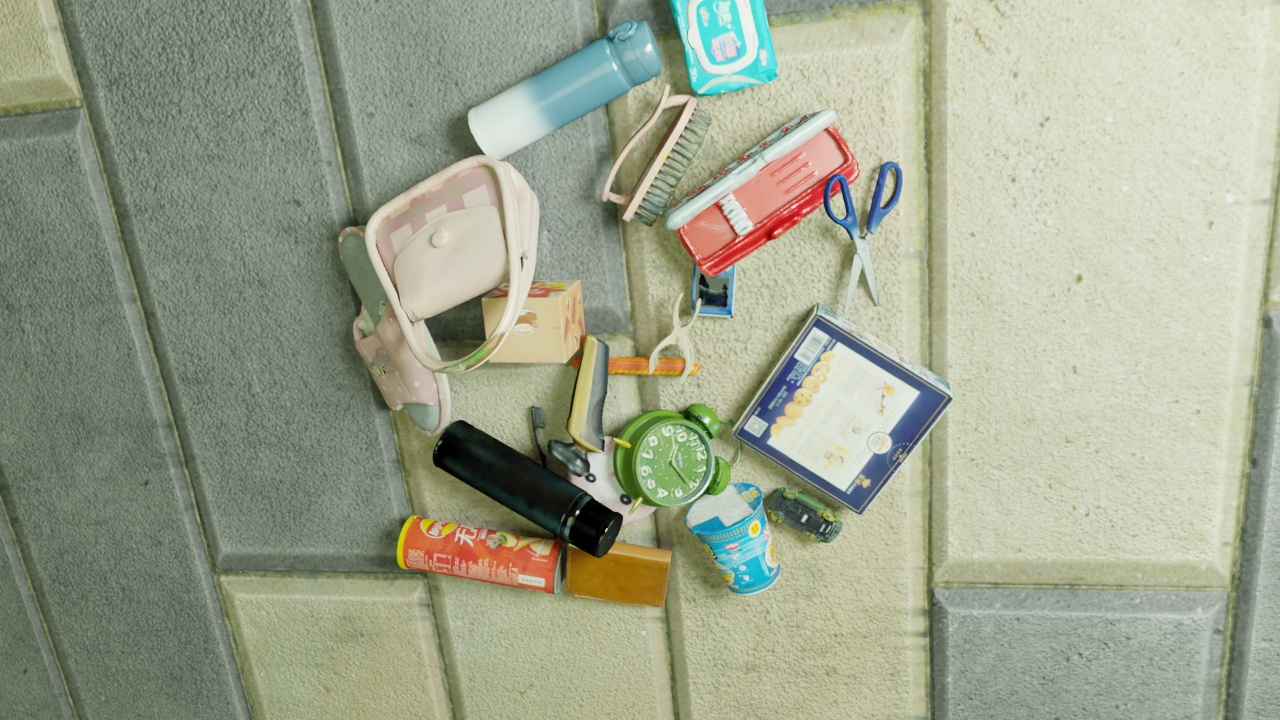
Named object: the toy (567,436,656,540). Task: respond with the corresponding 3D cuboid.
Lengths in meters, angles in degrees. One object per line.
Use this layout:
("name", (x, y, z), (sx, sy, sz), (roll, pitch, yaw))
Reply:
("toy", (-0.041, 0.166, 1.143), (0.121, 0.054, 0.160), (30, 120, 1))

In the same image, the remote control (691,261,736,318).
("remote control", (0.085, -0.109, 1.034), (0.049, 0.024, 0.125), (6, 108, 10))

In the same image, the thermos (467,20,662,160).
("thermos", (-0.080, -0.291, 0.986), (0.221, 0.070, 0.070), (-23, 102, 19))

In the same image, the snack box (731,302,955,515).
("snack box", (0.227, 0.057, 1.049), (0.182, 0.045, 0.178), (32, 112, 0))

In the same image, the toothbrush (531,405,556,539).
("toothbrush", (-0.119, 0.145, 1.171), (0.016, 0.014, 0.189), (-10, 109, -8))

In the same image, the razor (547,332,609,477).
("razor", (-0.067, 0.052, 1.075), (0.067, 0.062, 0.167), (9, 93, -3))

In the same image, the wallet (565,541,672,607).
("wallet", (-0.030, 0.277, 1.174), (0.131, 0.035, 0.119), (9, 129, 3))

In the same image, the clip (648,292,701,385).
("clip", (0.030, -0.025, 1.047), (0.087, 0.034, 0.104), (-1, 106, 14))

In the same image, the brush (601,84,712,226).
("brush", (0.018, -0.220, 0.990), (0.073, 0.063, 0.146), (28, 112, -9))

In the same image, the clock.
("clock", (0.046, 0.113, 1.081), (0.161, 0.056, 0.116), (-15, 99, -21))

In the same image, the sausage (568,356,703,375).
("sausage", (-0.006, 0.006, 1.094), (0.165, 0.021, 0.021), (1, 109, 12))

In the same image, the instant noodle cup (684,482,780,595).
("instant noodle cup", (0.119, 0.220, 1.108), (0.099, 0.099, 0.110), (-18, 113, 17))

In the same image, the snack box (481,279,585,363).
("snack box", (-0.121, -0.047, 1.062), (0.093, 0.094, 0.077), (1, 108, 12))

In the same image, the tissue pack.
("tissue pack", (0.084, -0.343, 0.940), (0.093, 0.050, 0.133), (-12, 105, 17))

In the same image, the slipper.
("slipper", (-0.307, -0.029, 1.111), (0.114, 0.054, 0.274), (-6, 107, 46))

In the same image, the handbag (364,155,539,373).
("handbag", (-0.198, -0.091, 1.003), (0.194, 0.093, 0.234), (-23, 62, 20))

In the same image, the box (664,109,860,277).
("box", (0.129, -0.170, 0.949), (0.201, 0.100, 0.095), (-34, 99, 11))

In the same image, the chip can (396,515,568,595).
("chip can", (-0.204, 0.253, 1.193), (0.217, 0.073, 0.073), (8, 110, 10))

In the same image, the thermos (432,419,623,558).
("thermos", (-0.139, 0.164, 1.124), (0.242, 0.068, 0.090), (28, 142, 18))

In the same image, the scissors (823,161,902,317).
("scissors", (0.240, -0.136, 0.979), (0.162, 0.012, 0.162), (-50, 125, -1))

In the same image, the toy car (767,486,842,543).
("toy car", (0.197, 0.184, 1.103), (0.091, 0.036, 0.043), (27, 113, 1))
